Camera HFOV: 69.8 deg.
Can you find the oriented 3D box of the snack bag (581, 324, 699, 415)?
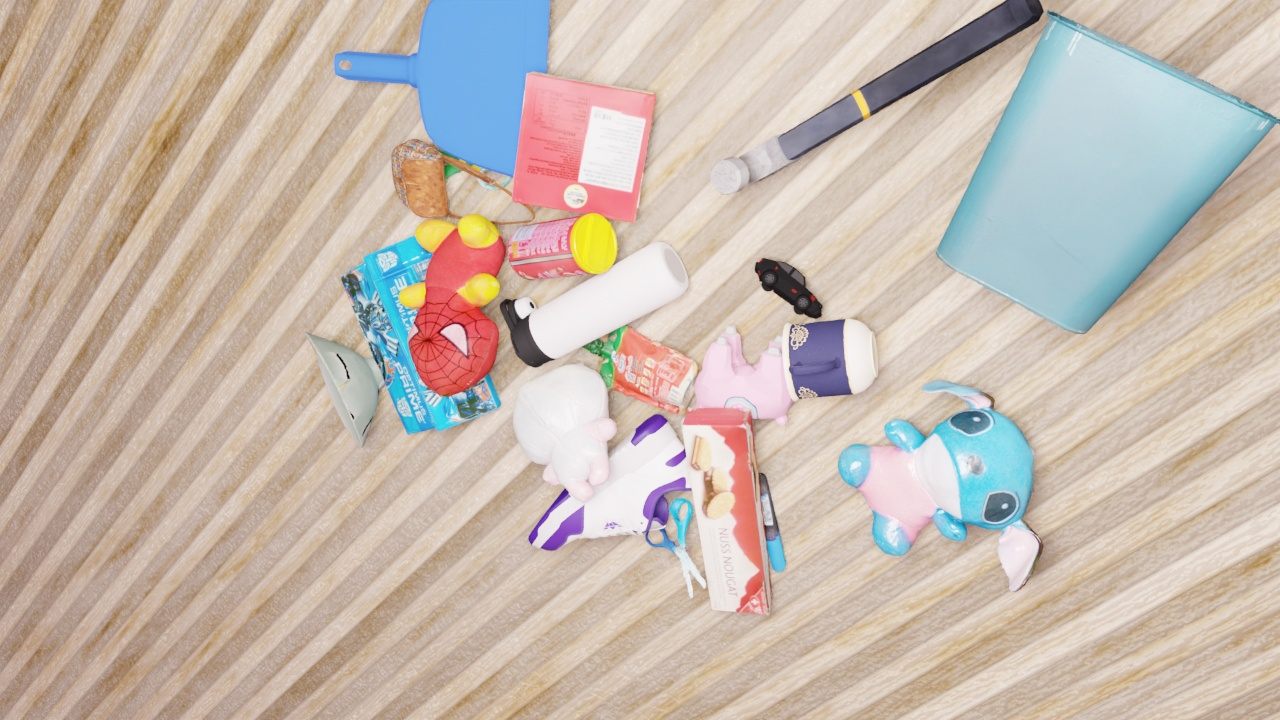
[{"bbox_3d":[-0.007,0.006,1.098,0.155,0.044,0.087,24,115,19],"label":"snack bag"}]

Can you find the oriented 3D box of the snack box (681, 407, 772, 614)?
[{"bbox_3d":[0.104,0.180,1.060,0.077,0.044,0.273,0,119,18],"label":"snack box"}]

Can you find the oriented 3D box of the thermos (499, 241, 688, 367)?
[{"bbox_3d":[-0.060,-0.075,1.081,0.230,0.068,0.101,-26,68,24],"label":"thermos"}]

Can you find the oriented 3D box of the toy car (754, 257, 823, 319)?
[{"bbox_3d":[0.164,-0.081,1.002,0.092,0.042,0.036,37,89,8],"label":"toy car"}]

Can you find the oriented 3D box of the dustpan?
[{"bbox_3d":[-0.232,-0.334,1.061,0.257,0.059,0.246,5,105,2],"label":"dustpan"}]

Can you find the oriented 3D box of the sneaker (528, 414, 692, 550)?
[{"bbox_3d":[-0.027,0.177,1.129,0.245,0.091,0.111,-41,93,23],"label":"sneaker"}]

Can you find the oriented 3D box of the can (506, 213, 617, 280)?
[{"bbox_3d":[-0.091,-0.129,1.054,0.125,0.066,0.067,-1,105,43],"label":"can"}]

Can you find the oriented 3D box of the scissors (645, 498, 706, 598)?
[{"bbox_3d":[0.043,0.238,1.114,0.083,0.016,0.134,-38,48,26],"label":"scissors"}]

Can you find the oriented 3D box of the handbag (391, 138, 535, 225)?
[{"bbox_3d":[-0.214,-0.196,1.098,0.196,0.043,0.094,22,137,17],"label":"handbag"}]

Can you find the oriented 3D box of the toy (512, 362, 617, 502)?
[{"bbox_3d":[-0.086,0.085,1.088,0.139,0.101,0.179,-45,51,20],"label":"toy"}]

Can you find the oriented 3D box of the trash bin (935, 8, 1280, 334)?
[{"bbox_3d":[0.391,-0.163,0.813,0.199,0.196,0.219,31,120,12],"label":"trash bin"}]

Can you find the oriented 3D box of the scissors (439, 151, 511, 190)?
[{"bbox_3d":[-0.211,-0.236,1.124,0.132,0.012,0.108,-28,93,25],"label":"scissors"}]

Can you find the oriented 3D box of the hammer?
[{"bbox_3d":[0.214,-0.243,0.849,0.313,0.139,0.035,-24,95,44],"label":"hammer"}]

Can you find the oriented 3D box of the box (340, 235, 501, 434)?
[{"bbox_3d":[-0.301,-0.024,1.194,0.176,0.060,0.243,-19,97,26],"label":"box"}]

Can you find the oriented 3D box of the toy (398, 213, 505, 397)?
[{"bbox_3d":[-0.219,-0.063,1.100,0.148,0.098,0.216,2,87,46],"label":"toy"}]

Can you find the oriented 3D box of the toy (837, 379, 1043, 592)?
[{"bbox_3d":[0.321,0.137,0.968,0.192,0.098,0.224,-25,81,31],"label":"toy"}]

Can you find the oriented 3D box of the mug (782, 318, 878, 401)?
[{"bbox_3d":[0.201,-0.001,0.971,0.089,0.111,0.086,-6,97,21],"label":"mug"}]

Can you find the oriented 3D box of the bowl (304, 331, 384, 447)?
[{"bbox_3d":[-0.384,0.026,1.232,0.174,0.067,0.174,50,155,33],"label":"bowl"}]

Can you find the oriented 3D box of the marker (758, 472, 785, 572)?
[{"bbox_3d":[0.155,0.193,1.098,0.018,0.015,0.123,-10,98,19],"label":"marker"}]

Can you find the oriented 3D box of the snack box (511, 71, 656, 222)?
[{"bbox_3d":[-0.064,-0.237,1.024,0.142,0.040,0.145,9,110,-3],"label":"snack box"}]

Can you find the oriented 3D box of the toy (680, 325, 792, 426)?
[{"bbox_3d":[0.110,0.043,1.045,0.123,0.067,0.158,13,114,16],"label":"toy"}]
